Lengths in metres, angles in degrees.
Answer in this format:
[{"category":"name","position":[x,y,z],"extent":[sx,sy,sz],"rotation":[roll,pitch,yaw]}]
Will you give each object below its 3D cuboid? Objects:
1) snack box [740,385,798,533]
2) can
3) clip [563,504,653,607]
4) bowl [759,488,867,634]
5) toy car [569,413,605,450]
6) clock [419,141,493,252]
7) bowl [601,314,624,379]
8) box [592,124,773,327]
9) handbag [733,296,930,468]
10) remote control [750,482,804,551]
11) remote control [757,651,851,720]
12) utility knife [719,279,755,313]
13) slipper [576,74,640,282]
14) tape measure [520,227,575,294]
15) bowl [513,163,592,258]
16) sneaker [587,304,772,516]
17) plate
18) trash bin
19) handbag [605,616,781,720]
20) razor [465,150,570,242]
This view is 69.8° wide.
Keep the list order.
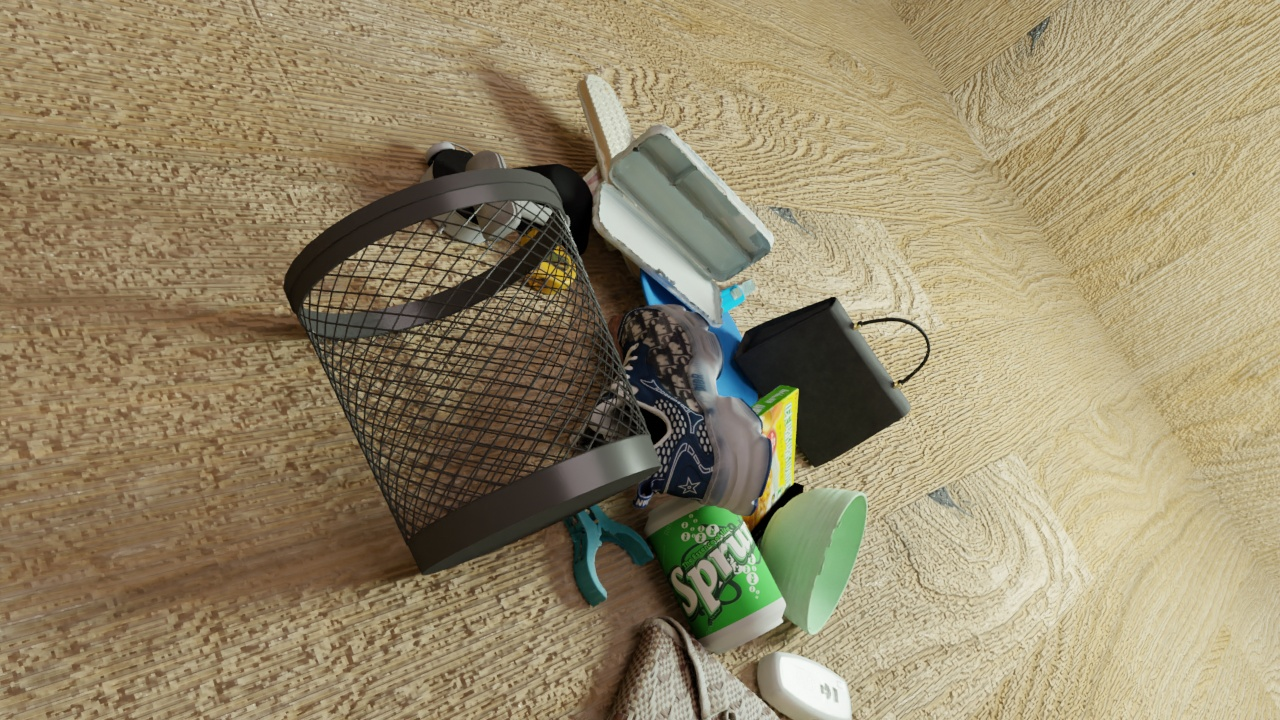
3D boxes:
[{"category":"snack box","position":[0.120,0.112,0.956],"extent":[0.167,0.027,0.132],"rotation":[-27,122,-55]},{"category":"can","position":[0.068,0.190,0.843],"extent":[0.087,0.088,0.140],"rotation":[-8,67,-51]},{"category":"clip","position":[-0.042,0.163,0.798],"extent":[0.122,0.033,0.120],"rotation":[37,42,-22]},{"category":"bowl","position":[0.169,0.194,0.934],"extent":[0.077,0.151,0.150],"rotation":[18,24,27]},{"category":"toy car","position":[-0.016,0.079,0.890],"extent":[0.113,0.039,0.039],"rotation":[26,22,-32]},{"category":"clock","position":[-0.177,-0.172,0.924],"extent":[0.094,0.035,0.122],"rotation":[15,49,-41]},{"category":"bowl","position":[-0.006,0.006,0.971],"extent":[0.101,0.026,0.114],"rotation":[-8,66,-50]},{"category":"box","position":[0.056,-0.147,1.019],"extent":[0.210,0.105,0.128],"rotation":[36,37,-29]},{"category":"handbag","position":[0.245,0.008,1.084],"extent":[0.176,0.196,0.072],"rotation":[52,32,-14]},{"category":"remote control","position":[0.138,0.178,0.968],"extent":[0.013,0.034,0.149],"rotation":[18,30,27]},{"category":"remote control","position":[0.159,0.319,0.886],"extent":[0.114,0.028,0.060],"rotation":[30,41,-29]},{"category":"utility knife","position":[0.118,-0.085,1.179],"extent":[0.031,0.015,0.219],"rotation":[62,24,-2]},{"category":"slipper","position":[-0.032,-0.214,1.099],"extent":[0.114,0.052,0.263],"rotation":[-1,73,-61]},{"category":"tape measure","position":[-0.095,-0.099,0.957],"extent":[0.059,0.030,0.068],"rotation":[24,44,-31]},{"category":"bowl","position":[-0.090,-0.178,1.010],"extent":[0.124,0.053,0.123],"rotation":[29,41,-30]},{"category":"sneaker","position":[0.009,0.036,0.842],"extent":[0.132,0.103,0.269],"rotation":[-1,38,-22]},{"category":"plate","position":[0.063,-0.031,1.064],"extent":[0.224,0.024,0.223],"rotation":[43,29,-32]},{"category":"trash bin","position":[-0.116,0.015,0.684],"extent":[0.217,0.218,0.227],"rotation":[-12,73,-52]},{"category":"handbag","position":[0.057,0.311,0.764],"extent":[0.186,0.047,0.123],"rotation":[44,37,-11]},{"category":"razor","position":[-0.114,-0.150,0.913],"extent":[0.116,0.047,0.088],"rotation":[13,51,-52]}]
